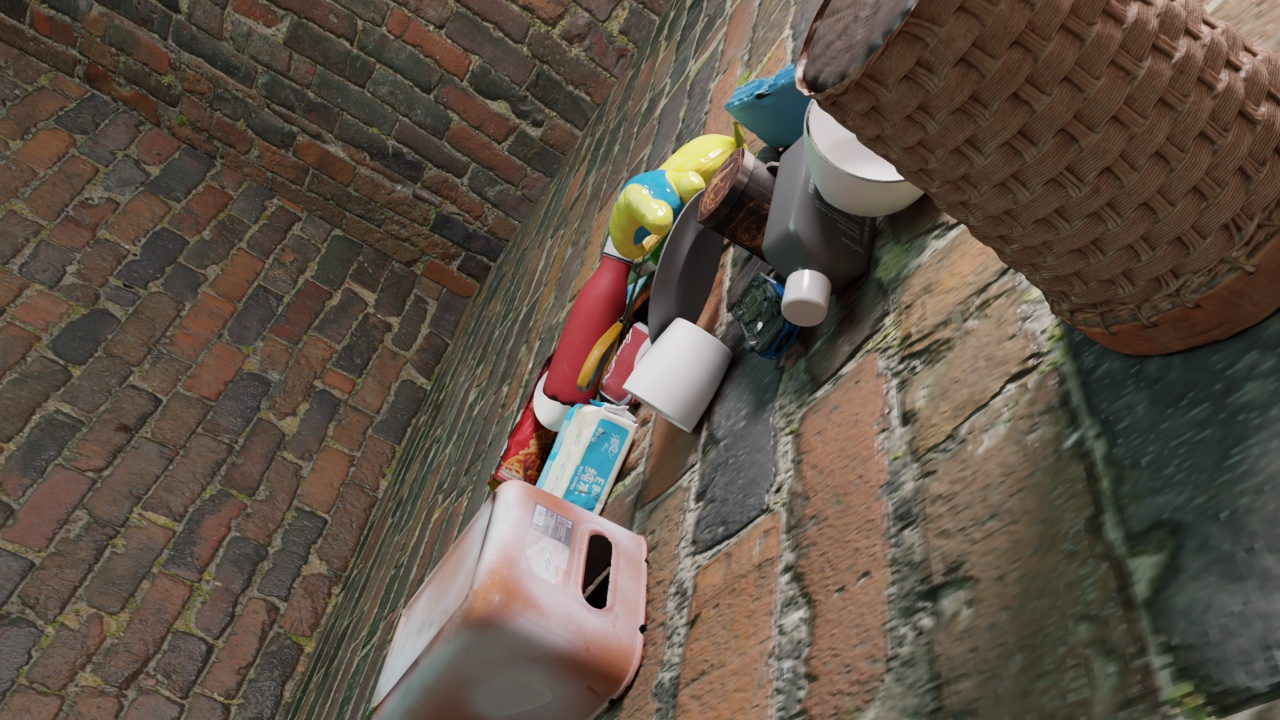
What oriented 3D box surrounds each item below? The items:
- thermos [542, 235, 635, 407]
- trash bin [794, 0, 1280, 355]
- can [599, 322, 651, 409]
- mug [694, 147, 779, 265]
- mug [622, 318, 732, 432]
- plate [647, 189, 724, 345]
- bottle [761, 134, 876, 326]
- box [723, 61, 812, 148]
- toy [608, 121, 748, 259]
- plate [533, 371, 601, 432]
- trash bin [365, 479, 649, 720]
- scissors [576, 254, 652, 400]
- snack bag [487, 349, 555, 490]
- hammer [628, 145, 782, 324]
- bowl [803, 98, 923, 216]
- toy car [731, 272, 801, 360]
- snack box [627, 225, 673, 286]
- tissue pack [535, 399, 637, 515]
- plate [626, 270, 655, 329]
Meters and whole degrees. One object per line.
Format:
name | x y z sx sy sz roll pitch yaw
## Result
thermos | -0.059 -0.054 1.218 0.073 0.073 0.240 -149 79 -74
trash bin | 0.192 -0.115 0.421 0.152 0.210 0.151 -53 18 25
can | -0.007 0.006 1.105 0.096 0.054 0.054 -59 16 4
mug | 0.128 -0.151 0.864 0.116 0.107 0.079 -50 19 34
mug | 0.042 0.016 0.922 0.087 0.081 0.114 -56 -15 -5
plate | 0.054 -0.089 0.947 0.177 0.012 0.179 -51 -28 -41
bottle | 0.149 -0.105 0.769 0.046 0.083 0.173 -40 27 51
box | 0.188 -0.306 0.987 0.112 0.094 0.231 -59 15 -3
toy | 0.050 -0.213 1.127 0.213 0.084 0.149 -40 5 -26
plate | -0.097 0.053 1.278 0.104 0.026 0.104 -8 67 20
trash bin | -0.128 0.259 0.856 0.260 0.157 0.181 -52 18 30
scissors | -0.033 -0.024 1.141 0.228 0.016 0.226 -53 -17 -58
snack bag | -0.159 0.100 1.339 0.139 0.067 0.207 74 -149 -59
hammer | 0.068 -0.123 1.140 0.315 0.035 0.137 -43 23 48
bowl | 0.184 -0.166 0.728 0.066 0.116 0.116 85 -157 -62
toy car | 0.117 -0.040 0.823 0.056 0.043 0.120 -55 15 18
snack box | 0.039 -0.179 1.274 0.167 0.027 0.132 -53 12 -21
tissue pack | -0.079 0.144 1.070 0.209 0.066 0.117 -65 17 -10
plate | -0.036 -0.059 1.360 0.186 0.016 0.187 -61 13 -8
